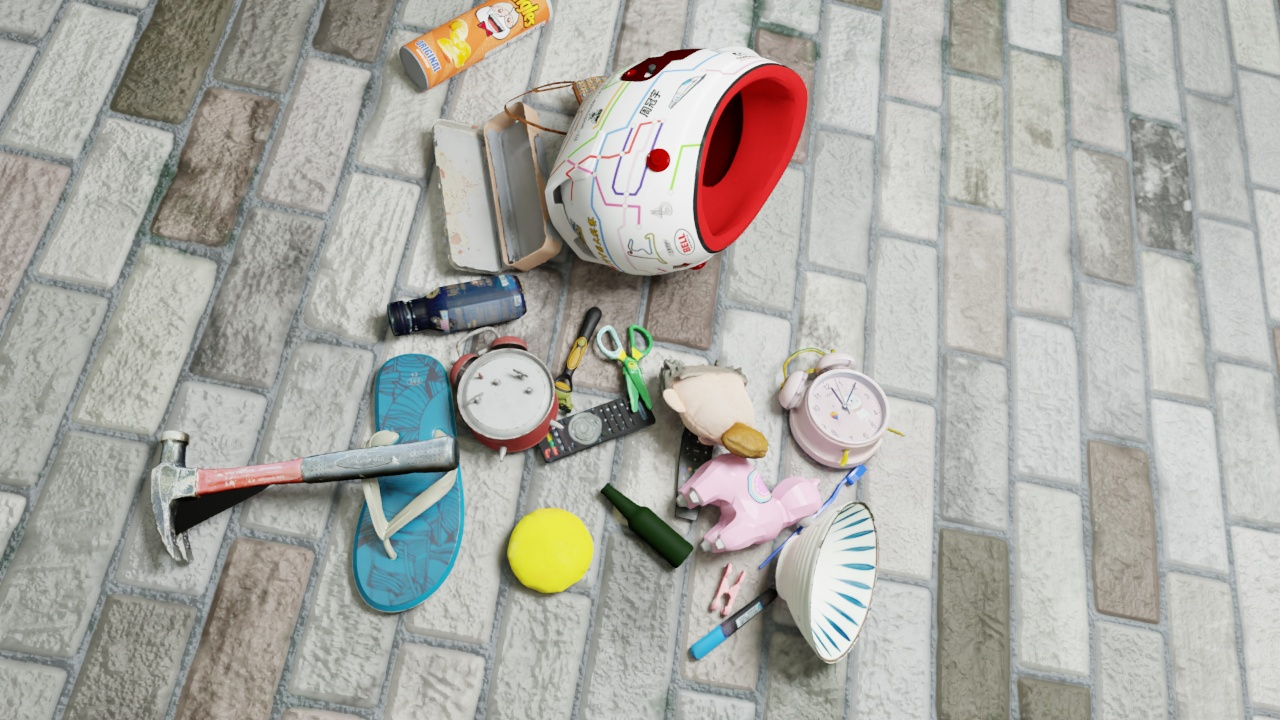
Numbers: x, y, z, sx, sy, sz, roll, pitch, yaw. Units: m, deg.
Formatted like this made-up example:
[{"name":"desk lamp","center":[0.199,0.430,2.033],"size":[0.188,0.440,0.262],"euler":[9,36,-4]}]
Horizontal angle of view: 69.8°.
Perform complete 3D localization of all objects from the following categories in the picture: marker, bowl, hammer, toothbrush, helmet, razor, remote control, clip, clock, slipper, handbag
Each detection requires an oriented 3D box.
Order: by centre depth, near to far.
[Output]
[{"name":"hammer","center":[-0.349,0.124,0.955],"size":[0.326,0.036,0.140],"euler":[-8,70,4]},{"name":"slipper","center":[-0.251,0.123,1.008],"size":[0.118,0.060,0.294],"euler":[2,68,-13]},{"name":"bowl","center":[0.198,0.238,1.021],"size":[0.071,0.177,0.177],"euler":[6,60,36]},{"name":"marker","center":[0.105,0.293,1.029],"size":[0.122,0.015,0.018],"euler":[-31,112,-22]},{"name":"clip","center":[0.094,0.257,1.038],"size":[0.039,0.023,0.059],"euler":[23,68,-5]},{"name":"clock","center":[-0.161,0.027,1.052],"size":[0.109,0.062,0.156],"euler":[-28,69,-10]},{"name":"remote control","center":[-0.054,0.079,1.081],"size":[0.140,0.021,0.045],"euler":[-19,64,-16]},{"name":"remote control","center":[0.062,0.128,1.089],"size":[0.039,0.010,0.124],"euler":[13,67,-5]},{"name":"toothbrush","center":[0.207,0.186,1.092],"size":[0.186,0.017,0.011],"euler":[-41,83,-20]},{"name":"razor","center":[-0.079,-0.005,1.112],"size":[0.044,0.021,0.143],"euler":[23,64,-1]},{"name":"helmet","center":[0.029,-0.248,1.113],"size":[0.236,0.231,0.313],"euler":[21,64,33]},{"name":"clock","center":[0.235,0.052,1.120],"size":[0.116,0.059,0.158],"euler":[-25,68,-19]},{"name":"handbag","center":[-0.097,-0.319,1.189],"size":[0.195,0.043,0.093],"euler":[-16,80,-41]}]

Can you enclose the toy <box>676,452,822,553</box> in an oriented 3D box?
[{"name":"toy","center":[0.130,0.158,1.054],"size":[0.157,0.067,0.123],"euler":[-25,85,-22]}]

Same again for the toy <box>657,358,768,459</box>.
[{"name":"toy","center":[0.088,0.060,1.062],"size":[0.132,0.076,0.176],"euler":[3,33,-30]}]

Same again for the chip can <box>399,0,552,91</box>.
[{"name":"chip can","center":[-0.219,-0.439,1.234],"size":[0.210,0.062,0.062],"euler":[-37,79,-21]}]

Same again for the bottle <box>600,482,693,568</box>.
[{"name":"bottle","center":[0.005,0.184,1.044],"size":[0.123,0.033,0.033],"euler":[40,67,7]}]

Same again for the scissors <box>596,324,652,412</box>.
[{"name":"scissors","center":[-0.020,0.009,1.106],"size":[0.078,0.013,0.131],"euler":[5,56,-13]}]

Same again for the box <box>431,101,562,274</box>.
[{"name":"box","center":[-0.183,-0.218,1.141],"size":[0.121,0.094,0.217],"euler":[-22,69,25]}]

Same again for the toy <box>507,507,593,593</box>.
[{"name":"toy","center":[-0.099,0.208,1.012],"size":[0.095,0.041,0.094],"euler":[-7,75,-14]}]

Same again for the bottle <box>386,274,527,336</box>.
[{"name":"bottle","center":[-0.217,-0.063,1.089],"size":[0.160,0.056,0.056],"euler":[-12,71,-14]}]
